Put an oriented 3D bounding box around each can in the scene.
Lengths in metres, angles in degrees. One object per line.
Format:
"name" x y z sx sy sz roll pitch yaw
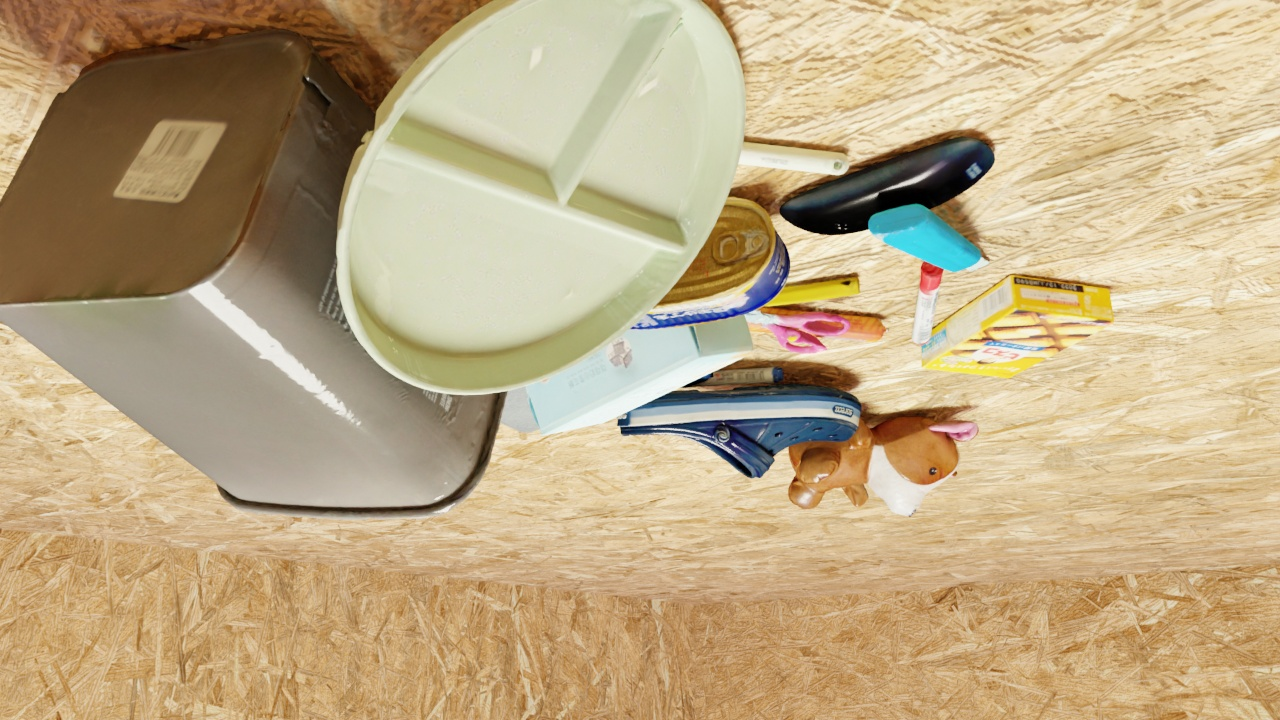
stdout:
"can" 0.023 -0.062 0.609 0.148 0.074 0.049 -7 161 22

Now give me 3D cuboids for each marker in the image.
"marker" 0.068 0.018 0.912 0.146 0.016 0.017 -4 160 15
"marker" 0.227 -0.043 0.728 0.017 0.017 0.145 -3 160 12

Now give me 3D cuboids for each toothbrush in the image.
"toothbrush" 0.029 -0.121 0.525 0.189 0.029 0.020 4 -158 -10
"toothbrush" 0.077 -0.049 0.728 0.190 0.015 0.016 -6 152 21

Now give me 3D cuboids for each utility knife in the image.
"utility knife" 0.199 -0.075 0.606 0.034 0.018 0.185 -18 165 32

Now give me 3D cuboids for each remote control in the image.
"remote control" 0.148 -0.100 0.564 0.137 0.024 0.053 -16 155 40

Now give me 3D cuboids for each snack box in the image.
"snack box" 0.303 -0.024 0.754 0.087 0.033 0.141 7 161 -12
"snack box" -0.004 0.004 0.707 0.175 0.051 0.074 -27 167 36

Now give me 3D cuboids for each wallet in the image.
"wallet" -0.113 0.038 0.955 0.107 0.037 0.129 -16 157 15

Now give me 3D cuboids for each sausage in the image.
"sausage" 0.129 -0.031 0.761 0.165 0.021 0.021 5 160 -9

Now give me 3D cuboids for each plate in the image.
"plate" -0.042 -0.078 0.448 0.229 0.027 0.231 -29 146 -22

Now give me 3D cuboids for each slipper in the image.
"slipper" 0.102 0.070 0.902 0.252 0.095 0.105 1 179 -13

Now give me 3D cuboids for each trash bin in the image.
"trash bin" -0.198 -0.041 0.507 0.199 0.198 0.220 -1 152 16

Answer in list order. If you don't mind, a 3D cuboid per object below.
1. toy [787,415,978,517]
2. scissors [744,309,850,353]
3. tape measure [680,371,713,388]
"toy" 0.269 0.115 1.031 0.199 0.130 0.140 -7 155 -3
"scissors" 0.103 -0.036 0.716 0.137 0.017 0.077 20 152 -26
"tape measure" 0.040 0.008 0.873 0.058 0.025 0.055 9 159 -42
